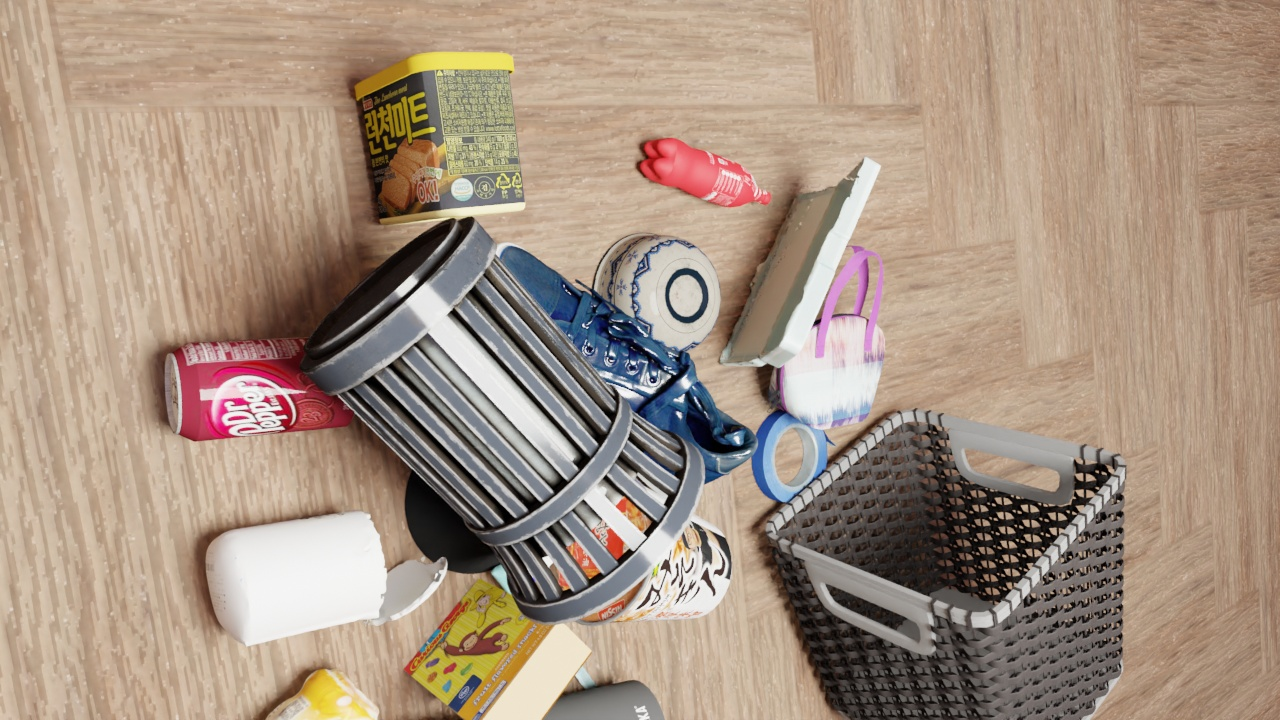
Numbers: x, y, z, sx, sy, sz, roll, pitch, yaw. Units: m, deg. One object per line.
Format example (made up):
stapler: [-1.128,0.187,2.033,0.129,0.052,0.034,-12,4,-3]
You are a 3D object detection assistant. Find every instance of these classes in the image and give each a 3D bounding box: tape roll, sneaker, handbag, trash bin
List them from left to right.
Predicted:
trash bin: [-0.091,0.034,0.598,0.164,0.164,0.227,-50,114,-23]
sneaker: [-0.004,0.004,0.724,0.294,0.127,0.120,43,37,-30]
tape roll: [0.151,0.096,0.922,0.091,0.016,0.092,45,67,-28]
handbag: [0.188,-0.026,0.878,0.144,0.068,0.170,-7,118,-35]

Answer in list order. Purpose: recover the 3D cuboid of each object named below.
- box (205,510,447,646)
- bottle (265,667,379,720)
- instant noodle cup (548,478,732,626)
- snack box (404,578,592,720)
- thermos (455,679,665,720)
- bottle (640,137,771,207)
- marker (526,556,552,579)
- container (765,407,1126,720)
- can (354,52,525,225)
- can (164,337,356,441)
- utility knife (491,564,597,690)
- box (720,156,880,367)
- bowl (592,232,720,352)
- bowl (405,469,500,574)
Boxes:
box: [-0.209,0.149,0.635,0.160,0.081,0.092,-7,83,-36]
bottle: [-0.235,0.267,0.628,0.108,0.063,0.063,-45,115,-26]
instant noodle cup: [0.007,0.166,0.769,0.121,0.124,0.123,25,78,-43]
snack box: [-0.108,0.222,0.677,0.088,0.126,0.040,-50,118,-23]
thermos: [-0.098,0.314,0.714,0.240,0.082,0.082,1,91,-35]
bottle: [0.064,-0.166,0.835,0.141,0.042,0.042,12,85,-35]
marker: [-0.047,0.123,0.735,0.020,0.020,0.142,31,110,-32]
container: [0.309,0.229,0.895,0.244,0.248,0.244,-33,118,-30]
can: [-0.139,-0.150,0.639,0.072,0.131,0.101,-13,101,-34]
can: [-0.248,0.017,0.608,0.114,0.063,0.063,-4,94,-35]
utility knife: [-0.074,0.228,0.763,0.022,0.015,0.168,-34,118,-12]
box: [0.148,-0.083,0.840,0.043,0.136,0.196,31,74,-14]
bowl: [0.022,-0.055,0.799,0.115,0.059,0.115,-2,93,-35]
bowl: [-0.114,0.109,0.713,0.123,0.053,0.124,-2,93,-35]
